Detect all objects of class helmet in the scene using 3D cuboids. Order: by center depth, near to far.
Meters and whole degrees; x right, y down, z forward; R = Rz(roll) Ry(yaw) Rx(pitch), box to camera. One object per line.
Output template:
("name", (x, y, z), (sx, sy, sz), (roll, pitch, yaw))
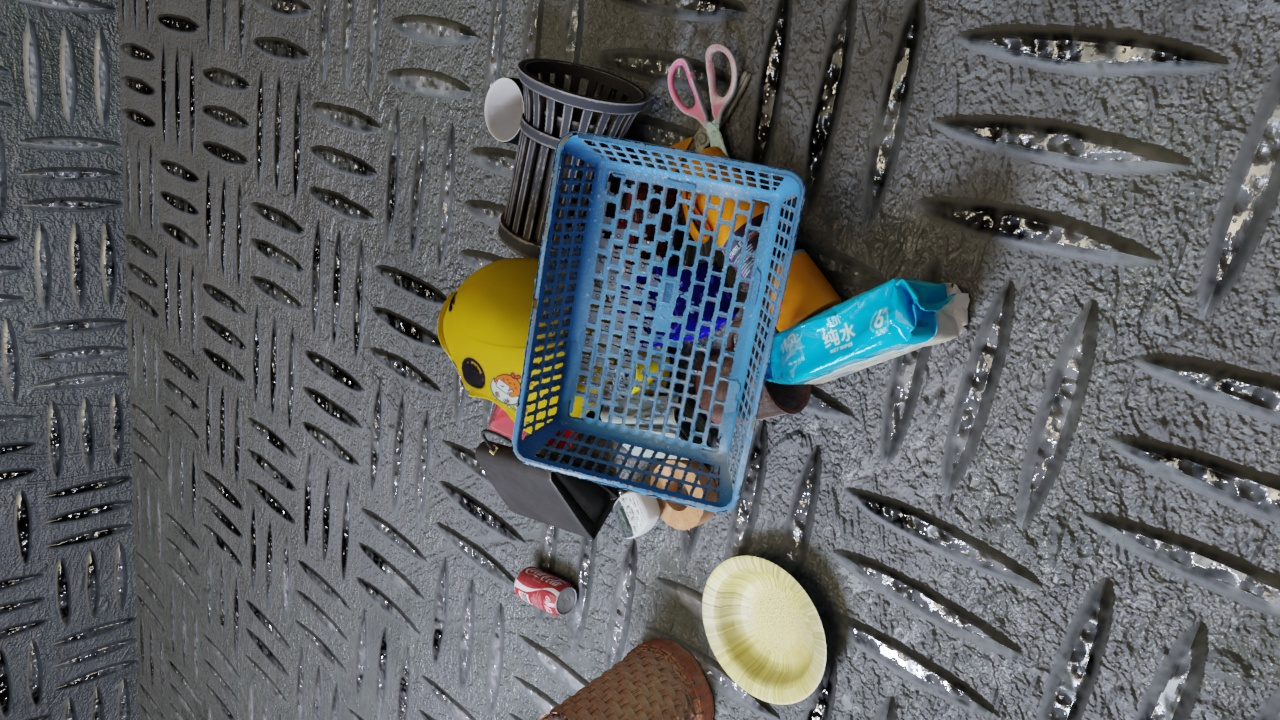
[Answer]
("helmet", (-0.127, -0.046, 1.130), (0.240, 0.208, 0.140), (38, 141, 2))

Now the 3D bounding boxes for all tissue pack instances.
("tissue pack", (0.226, -0.024, 0.950), (0.210, 0.116, 0.066), (-27, 74, 43))

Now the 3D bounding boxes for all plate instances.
("plate", (0.159, 0.327, 1.134), (0.185, 0.036, 0.184), (10, 105, 42))

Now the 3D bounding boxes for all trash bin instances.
("trash bin", (-0.097, -0.250, 1.187), (0.164, 0.163, 0.228), (37, 125, 33))
("trash bin", (-0.025, 0.476, 1.217), (0.151, 0.209, 0.151), (9, 103, 42))

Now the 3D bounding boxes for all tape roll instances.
("tape roll", (0.056, 0.174, 1.208), (0.094, 0.027, 0.094), (10, 105, 42))

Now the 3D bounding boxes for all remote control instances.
("remote control", (-0.006, 0.207, 1.248), (0.060, 0.028, 0.115), (68, 155, 13))

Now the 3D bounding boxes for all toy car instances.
("toy car", (0.005, -0.151, 1.141), (0.170, 0.070, 0.062), (97, 151, -43))

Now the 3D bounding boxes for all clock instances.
("clock", (-0.007, 0.007, 1.208), (0.119, 0.057, 0.083), (178, 90, -64))

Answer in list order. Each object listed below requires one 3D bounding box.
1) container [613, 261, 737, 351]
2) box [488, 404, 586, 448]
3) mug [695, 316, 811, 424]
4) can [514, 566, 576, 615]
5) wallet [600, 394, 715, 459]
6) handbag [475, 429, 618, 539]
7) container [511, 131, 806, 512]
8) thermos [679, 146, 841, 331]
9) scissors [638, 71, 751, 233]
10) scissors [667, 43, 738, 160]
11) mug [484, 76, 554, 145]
("container", (0.044, -0.068, 1.114), (0.085, 0.113, 0.084), (-35, 74, 42))
("box", (-0.143, 0.023, 1.289), (0.158, 0.126, 0.137), (-65, 29, 29))
("mug", (0.125, 0.011, 1.067), (0.110, 0.096, 0.123), (-17, 89, 40))
("can", (-0.147, 0.357, 1.418), (0.097, 0.053, 0.054), (11, 106, 42))
("wallet", (0.021, 0.088, 1.176), (0.132, 0.054, 0.100), (-2, 139, 43))
("handbag", (-0.159, 0.155, 1.299), (0.176, 0.072, 0.196), (8, 147, 42))
("container", (0.018, -0.043, 0.982), (0.257, 0.089, 0.362), (13, 104, 10))
("thermos", (0.124, -0.135, 1.033), (0.232, 0.091, 0.076), (57, 134, 15))
("scissors", (0.074, -0.251, 1.120), (0.230, 0.016, 0.114), (-46, 68, 37))
("scissors", (0.095, -0.283, 1.079), (0.101, 0.016, 0.178), (-20, 89, 34))
("mug", (-0.149, -0.323, 1.261), (0.085, 0.094, 0.121), (-1, 97, 44))
